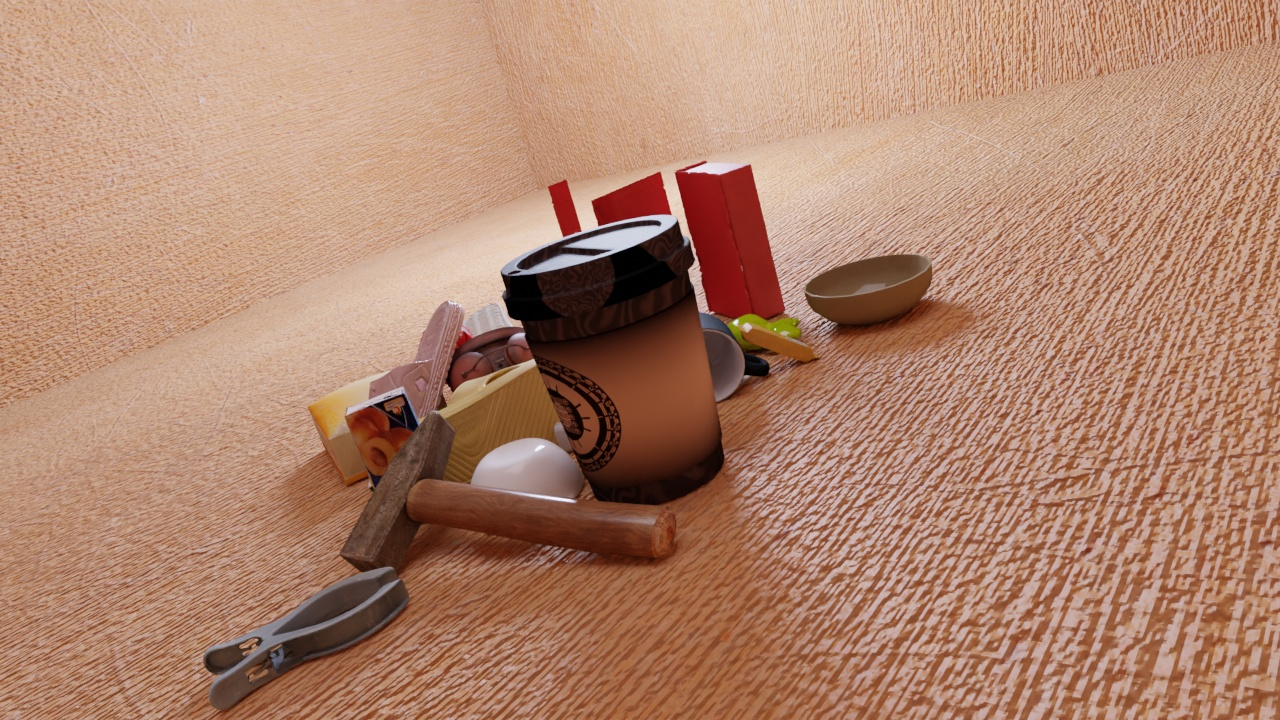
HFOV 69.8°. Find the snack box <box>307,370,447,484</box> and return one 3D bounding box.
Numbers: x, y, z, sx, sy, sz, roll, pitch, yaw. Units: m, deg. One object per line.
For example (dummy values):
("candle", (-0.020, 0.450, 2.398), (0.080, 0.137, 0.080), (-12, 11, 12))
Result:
("snack box", (-0.332, 0.069, 1.164), (0.145, 0.081, 0.195), (-23, 18, -22))

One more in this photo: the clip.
("clip", (-0.258, 0.219, 0.721), (0.162, 0.028, 0.112), (-25, 17, -22))

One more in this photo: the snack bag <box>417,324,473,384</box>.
("snack bag", (-0.249, -0.011, 1.201), (0.082, 0.082, 0.176), (-19, 10, -8))

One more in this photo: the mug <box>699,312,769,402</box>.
("mug", (0.085, -0.003, 1.020), (0.121, 0.085, 0.094), (11, 16, -7))

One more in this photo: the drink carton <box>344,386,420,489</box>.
("drink carton", (-0.239, 0.098, 0.907), (0.064, 0.130, 0.040), (-21, 14, -9))

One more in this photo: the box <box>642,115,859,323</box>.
("box", (0.199, -0.201, 1.299), (0.350, 0.217, 0.198), (-22, 19, -20))

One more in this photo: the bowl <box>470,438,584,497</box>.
("bowl", (-0.116, 0.110, 0.884), (0.115, 0.050, 0.114), (-15, 17, 5))

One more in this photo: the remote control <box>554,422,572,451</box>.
("remote control", (-0.028, 0.073, 0.948), (0.131, 0.033, 0.012), (-9, 23, 23))

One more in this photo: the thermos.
("thermos", (-0.014, 0.003, 0.826), (0.173, 0.226, 0.172), (-15, 17, 5))

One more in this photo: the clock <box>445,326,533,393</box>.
("clock", (-0.167, 0.016, 1.080), (0.120, 0.072, 0.158), (-22, -22, -16))

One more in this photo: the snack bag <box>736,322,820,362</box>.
("snack bag", (0.152, -0.019, 1.023), (0.099, 0.020, 0.026), (19, 13, -14))

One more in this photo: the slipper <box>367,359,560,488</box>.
("slipper", (-0.165, 0.070, 0.986), (0.263, 0.099, 0.078), (-25, 17, -13))

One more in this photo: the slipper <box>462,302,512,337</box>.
("slipper", (-0.198, -0.008, 1.301), (0.115, 0.052, 0.263), (-34, 32, -4))

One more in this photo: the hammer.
("hammer", (-0.105, 0.125, 0.786), (0.301, 0.037, 0.157), (3, 54, 29))

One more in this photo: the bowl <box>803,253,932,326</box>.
("bowl", (0.277, -0.080, 1.108), (0.152, 0.050, 0.152), (-15, 17, 5))

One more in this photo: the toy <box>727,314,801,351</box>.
("toy", (0.148, -0.034, 1.117), (0.093, 0.036, 0.094), (-9, 25, 6))

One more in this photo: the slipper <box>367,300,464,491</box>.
("slipper", (-0.265, 0.030, 1.036), (0.094, 0.064, 0.238), (-22, 47, 52))
